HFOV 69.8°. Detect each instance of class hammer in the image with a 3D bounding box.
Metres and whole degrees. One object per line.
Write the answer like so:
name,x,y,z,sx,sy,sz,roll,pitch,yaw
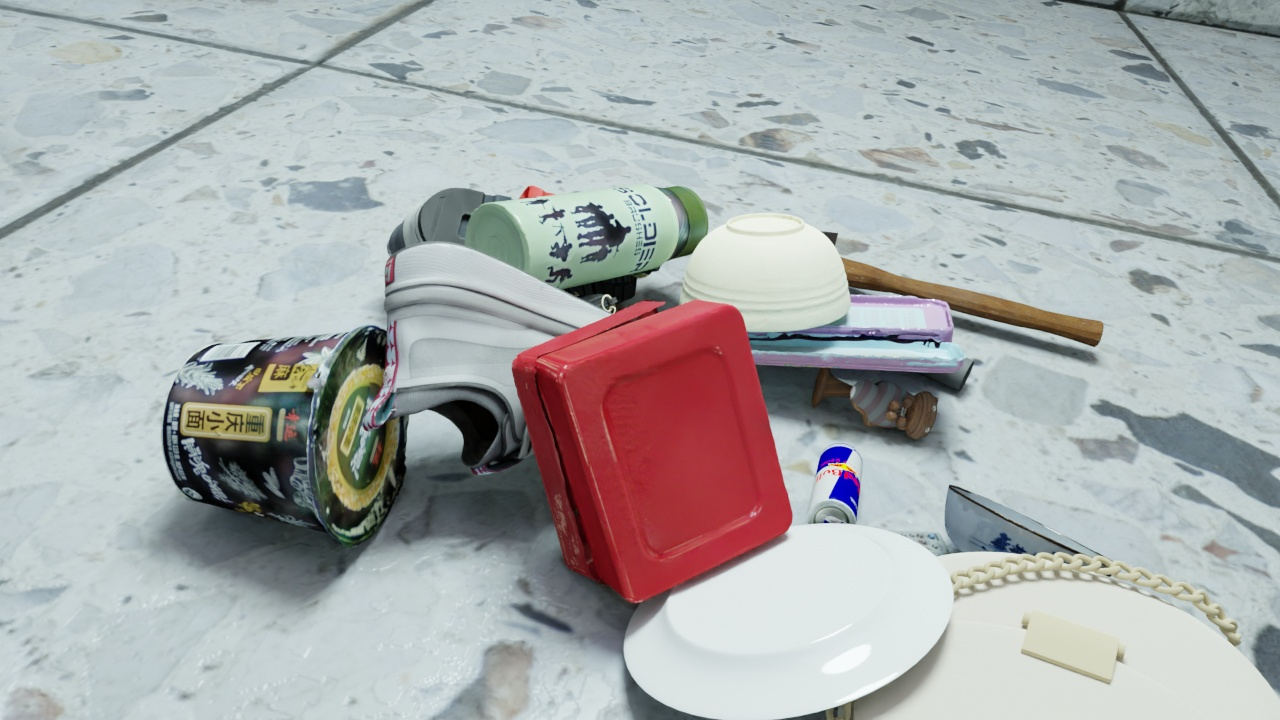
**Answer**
hammer,0.281,-0.068,0.902,0.323,0.033,0.115,16,30,12

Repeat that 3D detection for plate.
plate,0.079,0.134,0.526,0.188,0.016,0.188,-15,15,4

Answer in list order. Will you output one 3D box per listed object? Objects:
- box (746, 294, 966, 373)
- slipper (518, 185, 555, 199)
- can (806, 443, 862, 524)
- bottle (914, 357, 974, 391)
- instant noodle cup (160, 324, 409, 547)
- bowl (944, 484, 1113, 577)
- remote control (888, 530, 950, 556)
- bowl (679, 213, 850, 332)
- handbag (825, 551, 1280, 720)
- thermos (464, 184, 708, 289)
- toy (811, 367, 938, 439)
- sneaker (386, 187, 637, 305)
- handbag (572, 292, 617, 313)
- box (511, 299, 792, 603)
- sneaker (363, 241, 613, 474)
box,0.158,-0.023,0.782,0.214,0.035,0.150,2,19,12
slipper,-0.111,-0.136,0.914,0.249,0.059,0.103,5,36,-1
can,0.139,0.091,0.650,0.032,0.032,0.095,16,24,11
bottle,0.240,-0.009,0.827,0.113,0.030,0.030,27,39,25
instant noodle cup,-0.225,0.043,0.587,0.112,0.137,0.137,4,34,10
bowl,0.248,0.128,0.605,0.114,0.045,0.114,24,4,-2
remote control,0.146,0.129,0.627,0.136,0.013,0.033,2,35,-8
bowl,0.108,-0.085,0.803,0.151,0.075,0.150,-3,22,1
handbag,0.211,0.200,0.480,0.211,0.103,0.207,15,35,27
thermos,-0.034,-0.102,0.772,0.082,0.082,0.230,32,32,30
toy,0.197,0.035,0.749,0.102,0.042,0.054,14,12,-6
sneaker,-0.122,-0.095,0.825,0.124,0.088,0.239,-6,-12,44
handbag,-0.076,-0.024,0.737,0.128,0.079,0.054,-25,88,-40
box,0.008,0.052,0.564,0.133,0.157,0.110,-25,21,-30
sneaker,-0.064,0.027,0.626,0.263,0.097,0.128,26,68,-33
